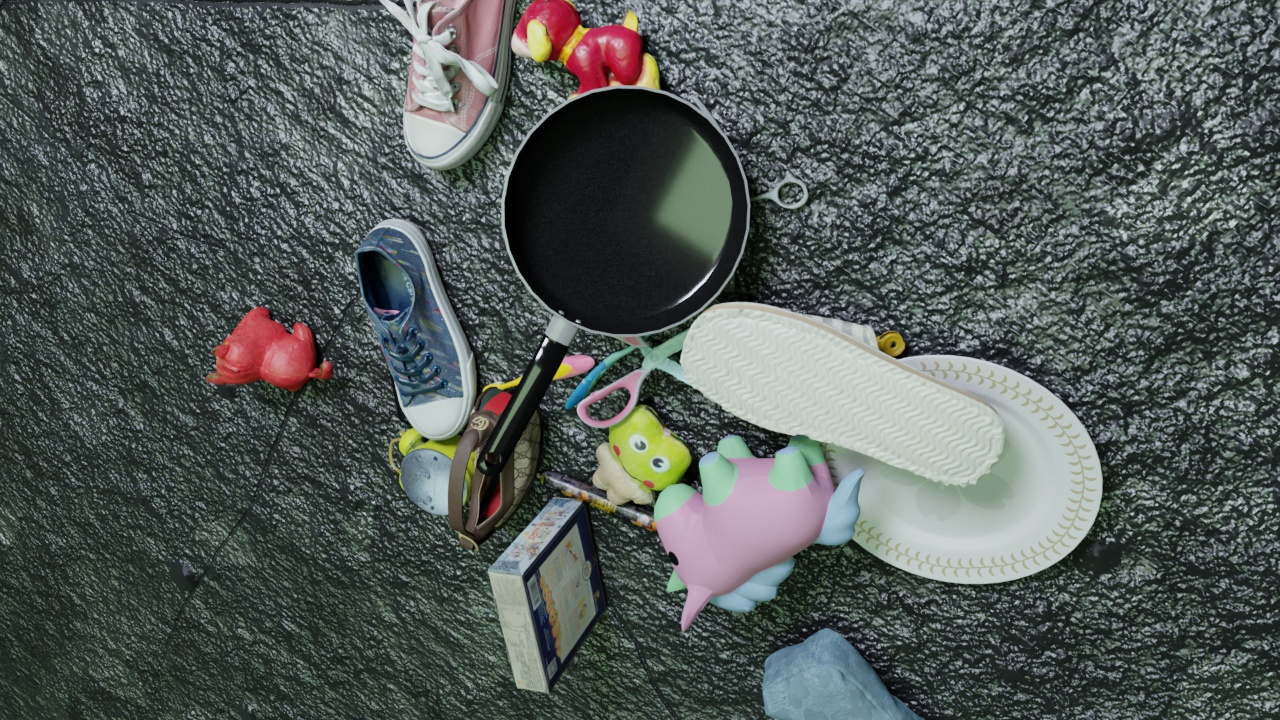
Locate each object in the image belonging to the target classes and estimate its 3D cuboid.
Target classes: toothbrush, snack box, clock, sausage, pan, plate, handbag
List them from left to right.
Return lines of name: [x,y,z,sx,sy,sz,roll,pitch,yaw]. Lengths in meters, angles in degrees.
clock: [-0.228,0.119,1.009,0.119,0.056,0.083,15,118,15]
handbag: [-0.155,0.114,0.927,0.063,0.138,0.167,21,128,14]
toothbrush: [-0.104,0.015,0.940,0.136,0.016,0.021,-15,104,24]
snack box: [-0.092,0.241,0.955,0.043,0.144,0.144,0,112,24]
pan: [-0.050,-0.058,0.780,0.204,0.044,0.356,28,101,-11]
sausage: [-0.041,0.148,0.967,0.155,0.020,0.020,21,118,13]
toothbrush: [-0.033,0.004,0.902,0.135,0.022,0.017,-43,83,27]
handbag: [0.207,0.367,0.906,0.122,0.118,0.192,-36,101,30]
plate: [0.271,0.099,0.809,0.243,0.016,0.243,13,124,19]

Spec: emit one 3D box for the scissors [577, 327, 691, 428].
scissors: [-0.007,-0.012,0.869,0.171,0.014,0.168,-32,85,25]

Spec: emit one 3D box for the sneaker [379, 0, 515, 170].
sneaker: [-0.166,-0.275,0.795,0.118,0.087,0.242,25,118,11]

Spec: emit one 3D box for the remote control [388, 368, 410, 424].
remote control: [-0.258,-0.001,0.990,0.041,0.020,0.152,0,109,22]

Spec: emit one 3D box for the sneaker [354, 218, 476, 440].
sneaker: [-0.228,-0.023,0.926,0.087,0.079,0.235,-9,107,10]

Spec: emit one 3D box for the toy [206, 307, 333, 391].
toy: [-0.405,0.007,1.012,0.133,0.093,0.088,18,117,12]

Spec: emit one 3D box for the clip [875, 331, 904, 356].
clip: [0.203,-0.008,0.797,0.048,0.045,0.054,-10,108,51]

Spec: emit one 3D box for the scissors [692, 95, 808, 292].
scissors: [0.072,-0.145,0.799,0.142,0.014,0.175,-14,105,23]

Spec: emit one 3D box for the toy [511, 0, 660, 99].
toy: [-0.040,-0.252,0.773,0.137,0.067,0.106,42,114,-9]

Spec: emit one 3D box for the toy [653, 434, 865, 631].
toy: [0.109,0.157,0.853,0.223,0.119,0.171,-7,103,30]

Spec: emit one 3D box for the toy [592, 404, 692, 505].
toy: [-0.005,0.102,0.920,0.092,0.043,0.118,44,122,-2]

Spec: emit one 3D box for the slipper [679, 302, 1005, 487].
slipper: [0.167,0.025,0.772,0.273,0.053,0.115,20,121,13]
